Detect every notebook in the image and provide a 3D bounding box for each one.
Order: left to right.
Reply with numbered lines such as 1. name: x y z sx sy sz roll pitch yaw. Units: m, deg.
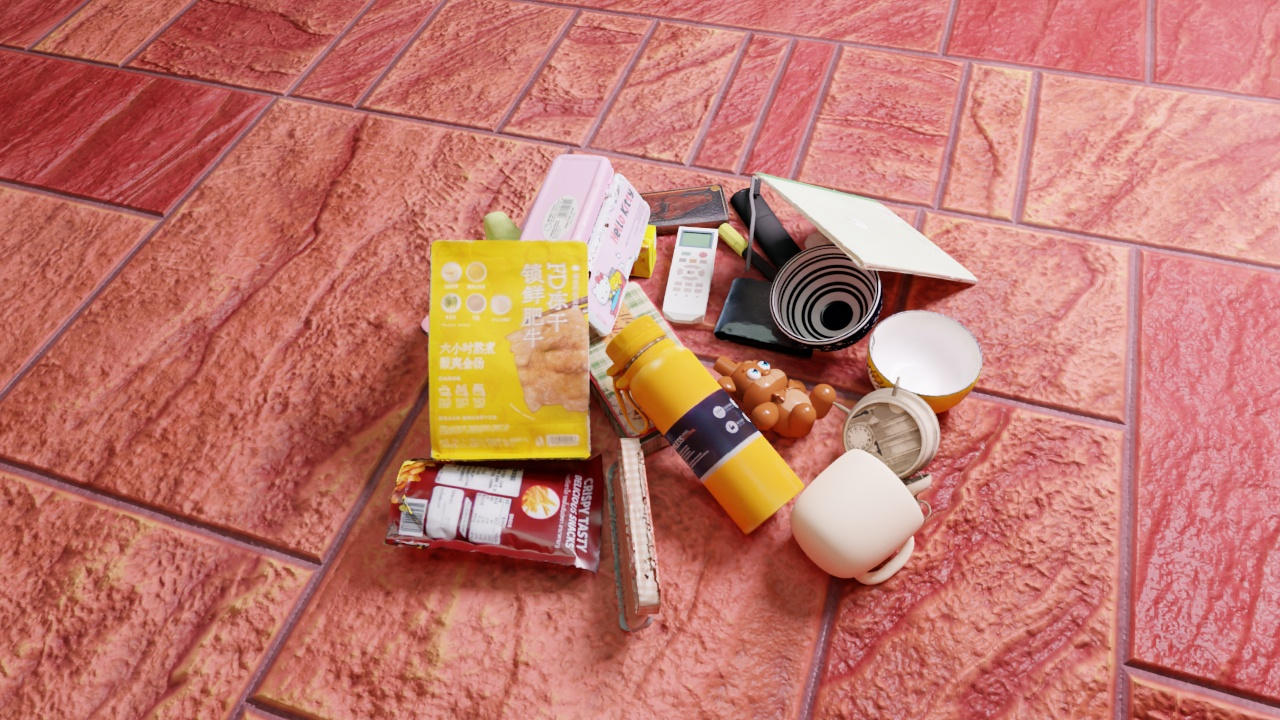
1. notebook: 0.264 -0.152 1.057 0.252 0.010 0.182 0 40 -44

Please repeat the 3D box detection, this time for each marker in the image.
1. marker: 0.138 -0.128 1.135 0.021 0.017 0.124 8 34 -51

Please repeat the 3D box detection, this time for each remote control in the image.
1. remote control: 0.062 -0.102 1.117 0.049 0.024 0.143 5 55 9
2. remote control: 0.161 -0.170 1.166 0.041 0.020 0.151 -20 51 -9

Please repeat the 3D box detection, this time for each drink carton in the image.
1. drink carton: -0.048 -0.143 1.138 0.135 0.059 0.042 9 53 10

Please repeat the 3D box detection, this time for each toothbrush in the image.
1. toothbrush: 0.139 -0.172 1.148 0.013 0.013 0.167 9 53 3

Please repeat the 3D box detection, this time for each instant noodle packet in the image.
1. instant noodle packet: -0.133 -0.013 0.945 0.163 0.084 0.221 0 94 -2

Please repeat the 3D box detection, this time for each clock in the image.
1. clock: 0.253 0.093 0.912 0.093 0.054 0.140 -25 83 28

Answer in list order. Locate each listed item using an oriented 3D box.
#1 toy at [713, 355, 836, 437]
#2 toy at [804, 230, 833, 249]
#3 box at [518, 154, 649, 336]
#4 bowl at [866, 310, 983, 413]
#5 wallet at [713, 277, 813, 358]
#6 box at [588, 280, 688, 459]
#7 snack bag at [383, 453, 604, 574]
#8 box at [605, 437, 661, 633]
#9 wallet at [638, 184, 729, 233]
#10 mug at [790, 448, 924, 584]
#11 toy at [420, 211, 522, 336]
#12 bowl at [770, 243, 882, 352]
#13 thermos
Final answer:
1. toy: 0.137 0.031 0.977 0.128 0.065 0.094 36 40 20
2. toy: 0.224 -0.119 1.088 0.106 0.085 0.074 -35 98 1
3. box: -0.061 -0.140 1.031 0.146 0.077 0.201 23 59 -10
4. bowl: 0.299 0.011 0.982 0.117 0.068 0.117 -2 52 3
5. wallet: 0.151 -0.051 1.070 0.115 0.026 0.089 12 55 14
6. box: -0.006 0.006 1.024 0.117 0.051 0.205 -23 53 -14
7. snack bag: -0.141 0.143 0.919 0.208 0.067 0.138 1 41 2
8. box: -0.007 0.164 0.888 0.041 0.083 0.186 0 49 -9
9. wallet: 0.051 -0.195 1.195 0.123 0.019 0.072 -7 47 0
10. mug: 0.202 0.160 0.864 0.099 0.096 0.120 -39 100 -10
11. toy: -0.159 -0.074 1.070 0.150 0.107 0.196 16 64 17
12. bowl: 0.210 -0.061 1.013 0.120 0.066 0.120 -11 64 22
13. thermos: 0.053 0.063 0.908 0.091 0.076 0.232 -35 78 -24
